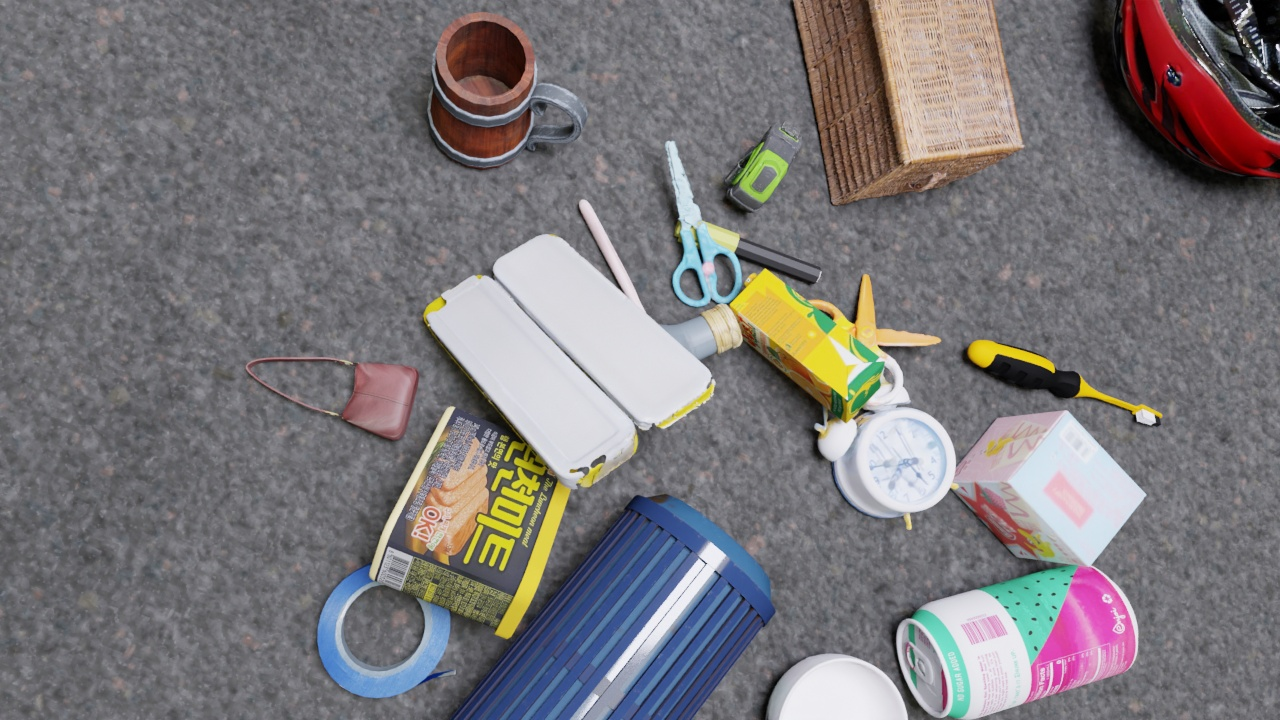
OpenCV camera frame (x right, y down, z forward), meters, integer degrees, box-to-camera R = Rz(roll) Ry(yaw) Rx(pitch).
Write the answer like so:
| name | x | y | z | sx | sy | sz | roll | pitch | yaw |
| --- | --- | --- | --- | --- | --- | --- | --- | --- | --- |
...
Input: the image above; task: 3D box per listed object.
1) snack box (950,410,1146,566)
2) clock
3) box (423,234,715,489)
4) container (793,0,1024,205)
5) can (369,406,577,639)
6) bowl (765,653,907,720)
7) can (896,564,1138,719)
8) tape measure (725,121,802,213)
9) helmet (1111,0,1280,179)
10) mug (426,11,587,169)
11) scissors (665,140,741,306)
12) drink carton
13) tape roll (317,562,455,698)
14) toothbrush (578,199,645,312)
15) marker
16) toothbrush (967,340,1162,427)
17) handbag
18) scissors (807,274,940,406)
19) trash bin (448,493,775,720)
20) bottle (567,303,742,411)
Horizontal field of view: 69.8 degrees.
| name | x | y | z | sx | sy | sz | roll | pitch | yaw |
| --- | --- | --- | --- | --- | --- | --- | --- | --- | --- |
| snack box | 0.317 | 0.101 | 0.729 | 0.093 | 0.095 | 0.079 | 46 | 77 | -4 |
| clock | 0.193 | 0.069 | 0.731 | 0.088 | 0.052 | 0.125 | -38 | 88 | -13 |
| box | -0.056 | -0.009 | 0.644 | 0.127 | 0.023 | 0.209 | -37 | 53 | -14 |
| container | 0.212 | -0.233 | 0.739 | 0.112 | 0.114 | 0.198 | -8 | 86 | -17 |
| can | -0.111 | 0.106 | 0.627 | 0.101 | 0.073 | 0.130 | 23 | 41 | -6 |
| bowl | 0.143 | 0.274 | 0.693 | 0.105 | 0.054 | 0.105 | 2 | 82 | -13 |
| can | 0.292 | 0.217 | 0.712 | 0.165 | 0.088 | 0.088 | -11 | 85 | -13 |
| tape measure | 0.093 | -0.151 | 0.729 | 0.036 | 0.066 | 0.058 | 32 | 54 | -9 |
| helmet | 0.516 | -0.272 | 0.778 | 0.272 | 0.167 | 0.217 | 43 | 77 | -4 |
| mug | -0.098 | -0.188 | 0.671 | 0.117 | 0.111 | 0.081 | 24 | 79 | -8 |
| scissors | 0.040 | -0.106 | 0.722 | 0.056 | 0.015 | 0.137 | -17 | 102 | 1 |
| drink carton | 0.123 | -0.013 | 0.699 | 0.041 | 0.058 | 0.122 | -45 | 68 | -7 |
| tape roll | -0.182 | 0.191 | 0.656 | 0.091 | 0.016 | 0.093 | -10 | 85 | -12 |
| toothbrush | -0.001 | -0.048 | 0.723 | 0.018 | 0.016 | 0.181 | -29 | 90 | -20 |
| marker | 0.087 | -0.088 | 0.744 | 0.124 | 0.017 | 0.021 | 19 | 80 | -9 |
| toothbrush | 0.365 | 0.020 | 0.783 | 0.196 | 0.031 | 0.030 | 18 | 55 | -13 |
| handbag | -0.226 | 0.019 | 0.666 | 0.119 | 0.029 | 0.055 | 13 | 78 | -4 |
| scissors | 0.180 | -0.018 | 0.739 | 0.125 | 0.011 | 0.128 | 4 | 60 | 1 |
| trash bin | -0.026 | 0.218 | 0.624 | 0.139 | 0.139 | 0.249 | 42 | 76 | -4 |
| bottle | -0.004 | 0.004 | 0.677 | 0.161 | 0.072 | 0.046 | -23 | 107 | -6 |
